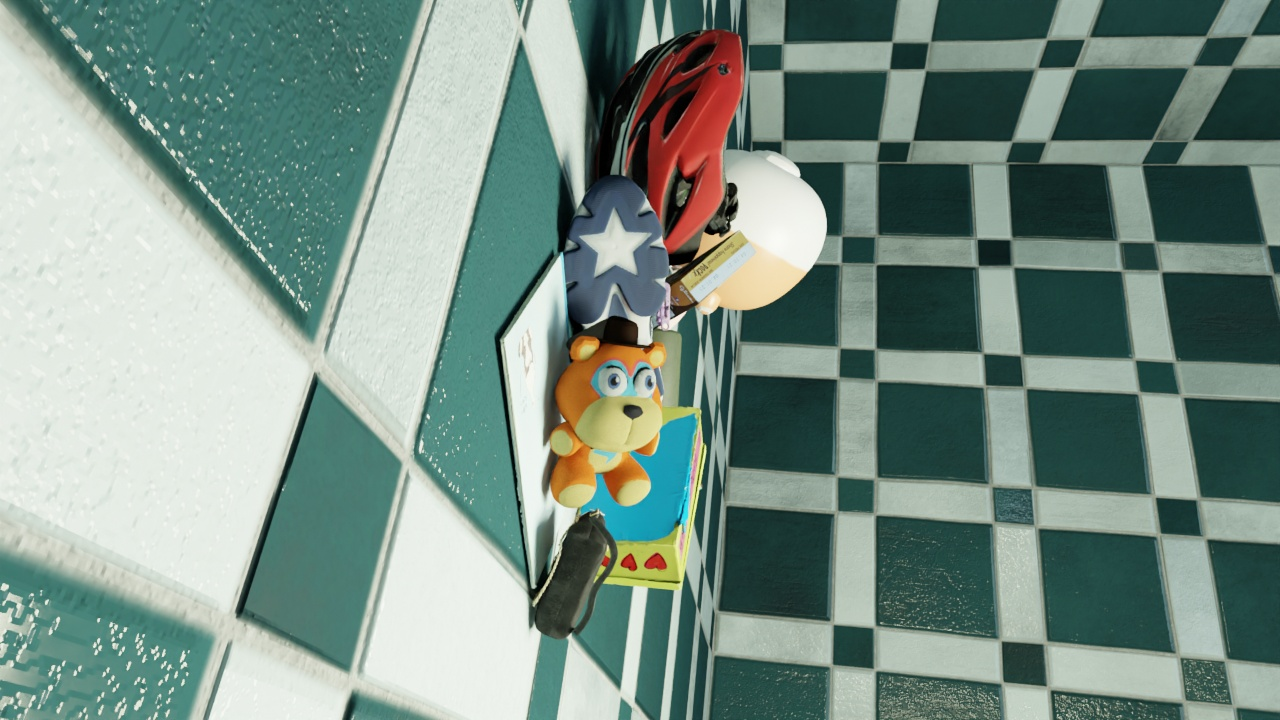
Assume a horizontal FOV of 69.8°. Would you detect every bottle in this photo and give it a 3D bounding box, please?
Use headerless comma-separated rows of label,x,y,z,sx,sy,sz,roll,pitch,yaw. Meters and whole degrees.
bottle,0.015,0.062,1.241,0.071,0.071,0.206,22,71,-79

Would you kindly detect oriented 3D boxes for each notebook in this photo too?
notebook,-0.085,0.051,0.836,0.180,0.009,0.254,-71,161,-59

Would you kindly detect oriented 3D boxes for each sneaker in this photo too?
sneaker,-0.027,-0.071,0.957,0.132,0.103,0.270,-100,-174,-59

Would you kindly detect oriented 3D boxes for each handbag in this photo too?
handbag,-0.059,0.195,0.846,0.079,0.054,0.129,-68,180,-74

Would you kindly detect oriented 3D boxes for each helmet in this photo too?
helmet,0.042,-0.240,1.013,0.218,0.167,0.271,116,-10,-76

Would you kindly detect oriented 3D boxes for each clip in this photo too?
clip,0.023,-0.055,0.963,0.045,0.014,0.051,142,-56,-78

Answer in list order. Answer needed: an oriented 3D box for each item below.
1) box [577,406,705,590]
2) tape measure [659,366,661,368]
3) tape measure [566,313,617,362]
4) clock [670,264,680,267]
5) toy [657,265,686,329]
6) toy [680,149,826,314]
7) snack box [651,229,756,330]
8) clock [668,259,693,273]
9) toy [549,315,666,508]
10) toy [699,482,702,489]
box,0.002,0.152,1.052,0.220,0.124,0.080,-78,164,-49
tape measure,-0.007,0.007,1.175,0.052,0.059,0.019,-57,-170,36
tape measure,-0.040,-0.009,0.886,0.038,0.058,0.059,51,-14,38
clock,0.031,-0.169,1.336,0.137,0.048,0.096,-76,165,-54
toy,0.035,-0.085,1.291,0.108,0.053,0.105,-47,160,-25
toy,0.161,-0.211,1.518,0.281,0.265,0.262,-60,-170,9
snack box,0.043,-0.078,1.044,0.100,0.031,0.186,-42,-173,-29
clock,0.032,-0.175,1.246,0.091,0.044,0.123,-21,99,-40
toy,-0.031,0.047,0.839,0.096,0.112,0.176,4,-88,59
toy,0.020,0.214,1.177,0.130,0.072,0.194,-35,159,-40
